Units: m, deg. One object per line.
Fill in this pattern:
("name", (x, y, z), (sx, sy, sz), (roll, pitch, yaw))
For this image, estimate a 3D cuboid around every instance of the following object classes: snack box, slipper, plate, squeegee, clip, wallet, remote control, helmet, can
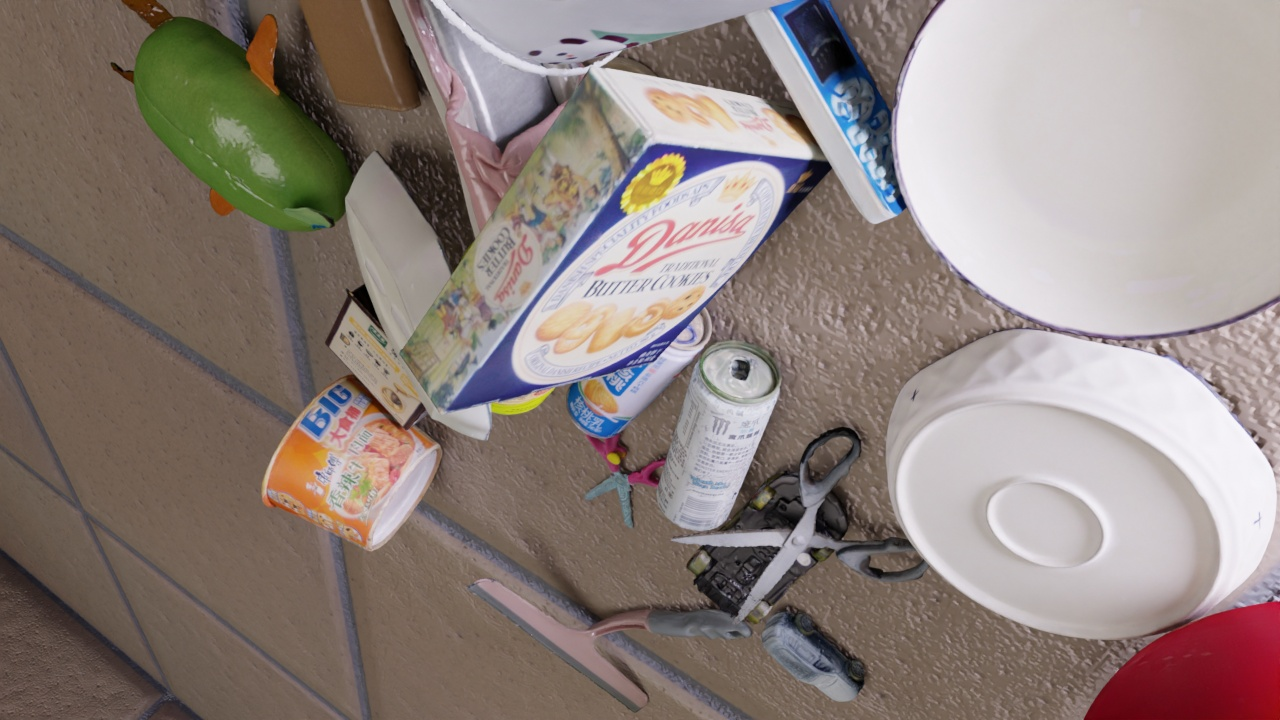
("snack box", (-0.006, -0.056, 0.470), (0.046, 0.177, 0.183), (53, 124, 17))
("slipper", (-0.066, -0.131, 0.549), (0.055, 0.113, 0.274), (-2, 115, 45))
("snack box", (-0.217, -0.008, 0.811), (0.113, 0.053, 0.126), (48, 142, -2))
("plate", (0.208, -0.100, 0.398), (0.192, 0.038, 0.193), (22, 134, 25))
("plate", (0.233, 0.080, 0.519), (0.205, 0.045, 0.205), (23, 135, 24))
("squeegee", (0.007, 0.249, 0.850), (0.250, 0.040, 0.247), (-20, 124, 41))
("clip", (0.010, -0.137, 0.538), (0.100, 0.034, 0.070), (41, 138, -2))
("wallet", (-0.198, -0.233, 0.632), (0.090, 0.033, 0.115), (15, 132, 34))
("remote control", (0.098, -0.129, 0.458), (0.024, 0.048, 0.125), (-19, 109, 49))
("helmet", (0.329, 0.204, 0.465), (0.207, 0.143, 0.241), (24, 149, -9))
("can", (-0.004, 0.004, 0.646), (0.053, 0.053, 0.135), (44, 139, 2))
("can", (0.052, 0.056, 0.639), (0.058, 0.058, 0.147), (31, 137, 17))
("plate", (-0.167, -0.046, 0.656), (0.265, 0.034, 0.162), (47, 149, 49))

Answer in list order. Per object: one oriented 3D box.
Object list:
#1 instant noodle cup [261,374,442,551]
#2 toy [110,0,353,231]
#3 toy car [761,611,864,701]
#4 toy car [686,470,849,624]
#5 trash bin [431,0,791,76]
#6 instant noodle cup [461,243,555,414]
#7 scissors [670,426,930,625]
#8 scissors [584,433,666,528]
("instant noodle cup", (-0.272, 0.105, 0.890), (0.111, 0.151, 0.152), (31, 138, 5))
("toy", (-0.325, -0.191, 0.728), (0.246, 0.089, 0.228), (43, 140, -3))
("toy car", (0.138, 0.240, 0.739), (0.090, 0.034, 0.043), (40, 136, 4))
("toy car", (0.094, 0.138, 0.682), (0.070, 0.042, 0.159), (40, 127, 4))
("trash bin", (0.057, -0.227, 0.294), (0.252, 0.228, 0.230), (2, 123, 32))
("instant noodle cup", (-0.086, -0.019, 0.665), (0.111, 0.111, 0.124), (42, 147, 4))
("scissors", (0.108, 0.118, 0.628), (0.178, 0.014, 0.159), (0, 110, 9))
("scissors", (-0.008, 0.099, 0.759), (0.118, 0.017, 0.133), (15, 135, 25))
